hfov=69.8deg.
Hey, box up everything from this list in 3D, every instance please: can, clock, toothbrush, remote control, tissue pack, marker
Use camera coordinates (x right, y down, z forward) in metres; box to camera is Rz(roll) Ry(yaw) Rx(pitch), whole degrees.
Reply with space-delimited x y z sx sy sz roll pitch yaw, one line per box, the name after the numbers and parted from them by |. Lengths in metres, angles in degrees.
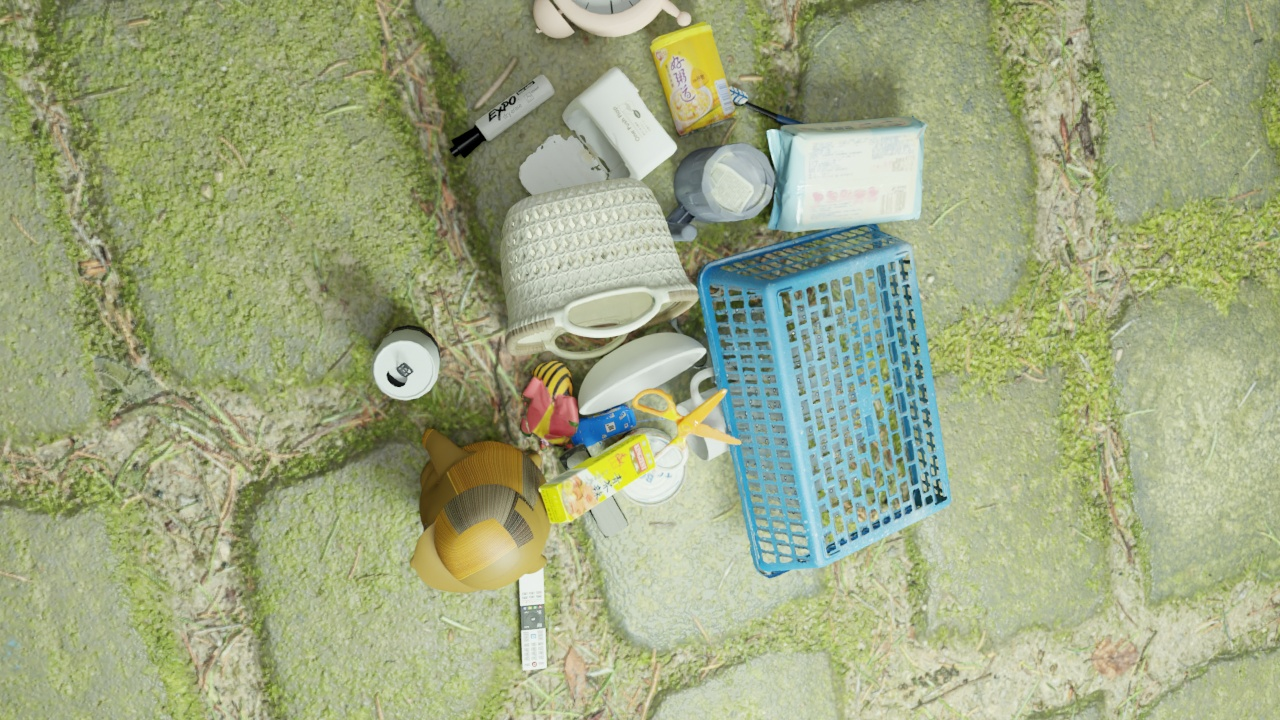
-0.237 0.002 0.929 0.064 0.127 0.064 -2 99 -11 | can
0.056 -0.297 0.973 0.067 0.067 0.105 -21 102 -8 | can
-0.034 -0.402 0.943 0.160 0.086 0.131 -5 99 -1 | clock
0.169 -0.266 1.027 0.167 0.014 0.014 20 60 -14 | toothbrush
-0.124 0.296 1.056 0.028 0.012 0.124 -3 99 -11 | remote control
0.225 -0.206 1.013 0.182 0.070 0.112 -6 115 -8 | tissue pack
-0.051 0.147 1.024 0.033 0.013 0.136 -29 126 -6 | remote control
-0.147 -0.254 0.961 0.126 0.025 0.025 -37 104 -4 | marker
0.008 0.120 1.040 0.086 0.043 0.086 -1 96 -10 | can

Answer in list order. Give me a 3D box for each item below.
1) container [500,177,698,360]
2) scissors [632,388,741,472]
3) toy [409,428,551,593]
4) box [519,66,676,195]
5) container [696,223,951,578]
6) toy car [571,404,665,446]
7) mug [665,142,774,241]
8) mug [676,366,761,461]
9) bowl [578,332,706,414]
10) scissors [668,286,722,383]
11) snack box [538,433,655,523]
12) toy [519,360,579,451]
-0.052 -0.081 0.901 0.184 0.246 0.143 -13 87 -10 | container
0.047 0.075 0.987 0.125 0.011 0.128 18 111 12 | scissors
-0.162 0.166 0.930 0.162 0.203 0.198 -38 104 -4 | toy
-0.058 -0.212 0.955 0.136 0.126 0.108 -40 103 -13 | box
0.220 0.043 1.009 0.256 0.089 0.362 -18 102 -26 | container
-0.026 0.073 1.014 0.091 0.062 0.033 -20 102 -22 | toy car
0.074 -0.174 0.977 0.124 0.104 0.084 -45 105 -2 | mug
0.092 0.048 1.025 0.089 0.071 0.107 -26 126 -15 | mug
-0.006 0.006 0.976 0.149 0.150 0.043 -26 80 -7 | bowl
0.037 -0.043 1.035 0.141 0.014 0.173 -28 102 -1 | scissors
-0.042 0.120 0.948 0.147 0.029 0.040 -26 101 -49 | snack box
-0.097 0.052 1.000 0.046 0.084 0.103 -7 99 -44 | toy
